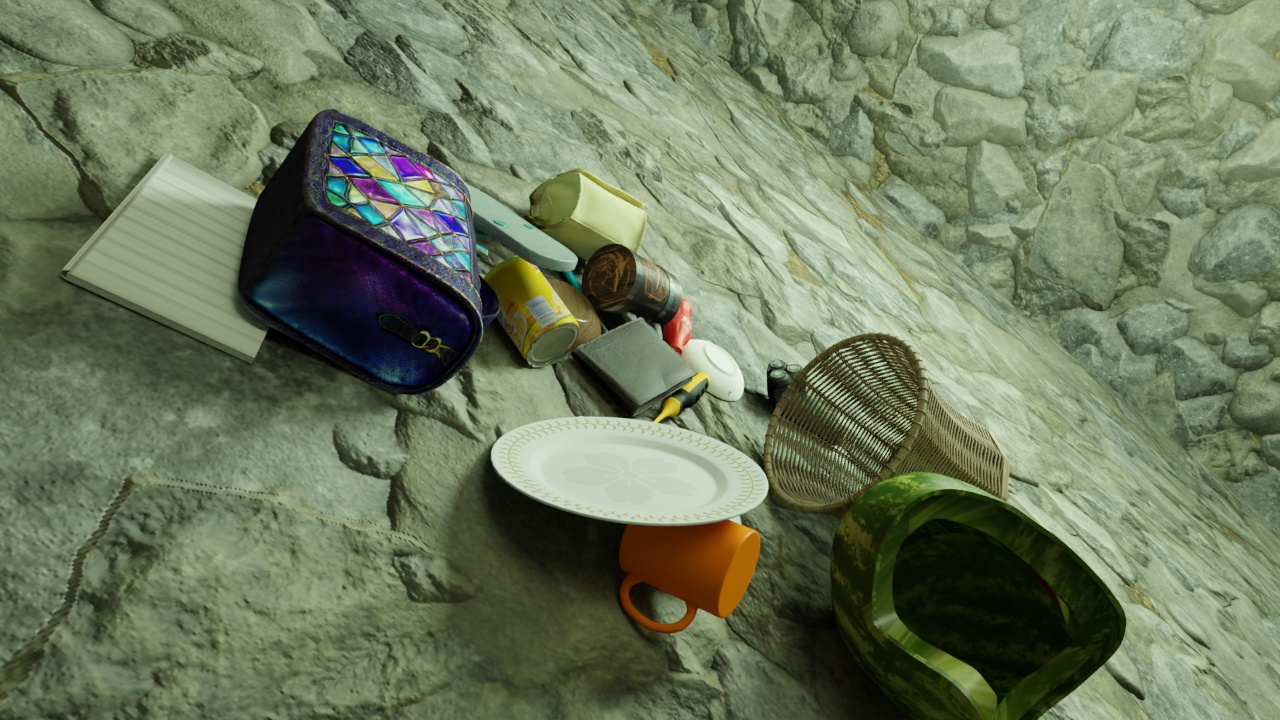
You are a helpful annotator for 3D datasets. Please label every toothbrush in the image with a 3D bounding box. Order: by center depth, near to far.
[{"bbox_3d":[0.037,0.052,1.041,0.031,0.031,0.196,31,29,14],"label":"toothbrush"}]

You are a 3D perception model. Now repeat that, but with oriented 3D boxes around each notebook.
[{"bbox_3d":[-0.365,-0.093,0.770,0.142,0.009,0.209,29,29,-22],"label":"notebook"}]

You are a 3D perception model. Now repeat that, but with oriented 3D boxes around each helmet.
[{"bbox_3d":[0.298,0.232,0.880,0.247,0.213,0.243,47,-12,32],"label":"helmet"}]

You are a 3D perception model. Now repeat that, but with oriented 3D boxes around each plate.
[{"bbox_3d":[-0.010,0.097,0.807,0.242,0.016,0.242,7,15,-2],"label":"plate"},{"bbox_3d":[0.097,0.006,1.185,0.104,0.026,0.104,30,28,-19],"label":"plate"}]

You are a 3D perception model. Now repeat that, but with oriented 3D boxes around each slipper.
[{"bbox_3d":[-0.177,-0.146,0.979,0.269,0.055,0.098,31,22,24],"label":"slipper"}]

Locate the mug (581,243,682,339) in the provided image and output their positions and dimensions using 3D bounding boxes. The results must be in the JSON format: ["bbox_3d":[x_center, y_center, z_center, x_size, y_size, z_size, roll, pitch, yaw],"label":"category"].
[{"bbox_3d":[-0.006,-0.071,1.116,0.107,0.080,0.115,20,60,-54],"label":"mug"}]

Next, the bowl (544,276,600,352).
[{"bbox_3d":[-0.088,-0.059,1.043,0.118,0.030,0.117,30,29,-19],"label":"bowl"}]

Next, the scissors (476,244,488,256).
[{"bbox_3d":[-0.231,-0.152,1.027,0.134,0.011,0.137,21,31,-27],"label":"scissors"}]

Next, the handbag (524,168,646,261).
[{"bbox_3d":[-0.071,-0.176,1.143,0.119,0.111,0.081,25,72,-39],"label":"handbag"}]

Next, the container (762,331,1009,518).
[{"bbox_3d":[0.293,0.112,1.073,0.196,0.227,0.226,33,27,-28],"label":"container"}]

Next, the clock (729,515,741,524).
[{"bbox_3d":[0.042,0.141,0.878,0.119,0.057,0.083,51,30,20],"label":"clock"}]

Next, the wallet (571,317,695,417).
[{"bbox_3d":[-0.006,0.006,1.027,0.099,0.031,0.119,46,43,14],"label":"wallet"}]

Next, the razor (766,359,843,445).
[{"bbox_3d":[0.223,0.059,1.224,0.151,0.067,0.053,40,30,-18],"label":"razor"}]

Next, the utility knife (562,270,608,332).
[{"bbox_3d":[-0.073,-0.083,1.121,0.181,0.015,0.022,56,11,25],"label":"utility knife"}]

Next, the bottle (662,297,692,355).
[{"bbox_3d":[0.047,-0.041,1.180,0.036,0.036,0.118,32,28,-15],"label":"bottle"}]

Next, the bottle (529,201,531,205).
[{"bbox_3d":[-0.092,-0.199,1.226,0.146,0.051,0.051,4,44,-49],"label":"bottle"}]

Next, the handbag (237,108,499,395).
[{"bbox_3d":[-0.222,-0.090,0.816,0.222,0.126,0.204,30,28,-33],"label":"handbag"}]

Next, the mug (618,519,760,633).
[{"bbox_3d":[0.033,0.177,0.776,0.096,0.078,0.112,20,61,26],"label":"mug"}]

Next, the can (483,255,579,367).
[{"bbox_3d":[-0.116,-0.052,0.959,0.067,0.068,0.105,-2,49,-53],"label":"can"}]
